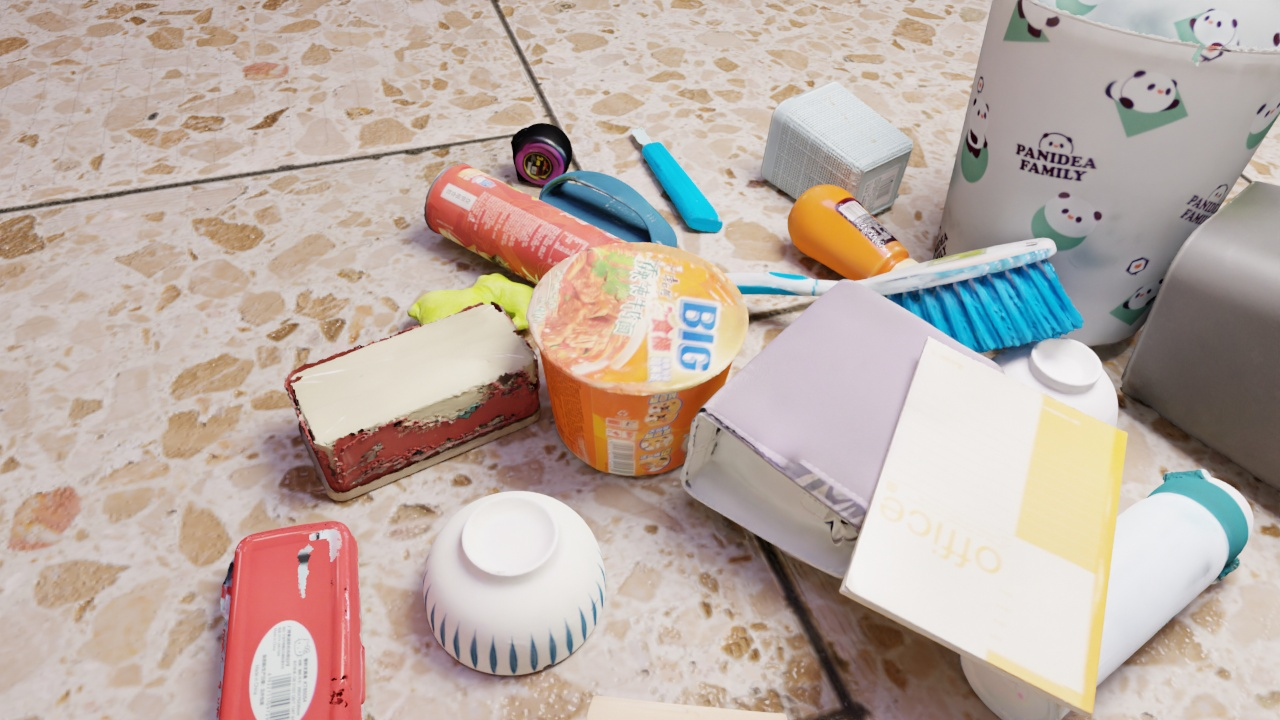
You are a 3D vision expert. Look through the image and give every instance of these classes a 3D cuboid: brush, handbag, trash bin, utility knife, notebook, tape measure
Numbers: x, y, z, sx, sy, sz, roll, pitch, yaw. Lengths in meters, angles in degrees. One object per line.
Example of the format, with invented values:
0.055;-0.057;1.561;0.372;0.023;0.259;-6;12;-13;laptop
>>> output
-0.030;-0.128;0.816;0.144;0.074;0.055;29;46;23;brush
0.142;0.046;0.636;0.145;0.099;0.196;29;48;26;handbag
0.359;-0.164;0.729;0.229;0.252;0.229;4;37;-3;trash bin
0.175;-0.045;0.738;0.315;0.109;0.060;-12;14;27;brush
0.499;-0.006;0.653;0.198;0.199;0.220;-30;48;-29;trash bin
0.029;-0.186;0.914;0.034;0.018;0.185;-6;45;-24;utility knife
0.214;0.087;0.552;0.146;0.010;0.205;27;53;7;notebook
-0.096;-0.203;0.897;0.058;0.057;0.039;3;44;12;tape measure

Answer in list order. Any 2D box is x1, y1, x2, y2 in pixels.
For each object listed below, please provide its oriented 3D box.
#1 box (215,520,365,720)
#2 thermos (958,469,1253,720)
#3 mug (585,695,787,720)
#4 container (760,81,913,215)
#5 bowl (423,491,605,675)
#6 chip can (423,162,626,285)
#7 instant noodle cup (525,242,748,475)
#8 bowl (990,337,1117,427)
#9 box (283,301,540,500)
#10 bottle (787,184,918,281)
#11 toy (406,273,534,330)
-0.205;0.187;0.533;0.087;0.048;0.201;-8;47;-10;box
0.302;0.144;0.576;0.223;0.073;0.073;-26;52;-25;thermos
0.019;0.240;0.469;0.103;0.084;0.124;6;72;4;mug
0.190;-0.194;0.883;0.089;0.090;0.111;-27;56;-25;container
-0.079;0.127;0.572;0.116;0.066;0.116;1;46;-2;bowl
-0.086;-0.100;0.788;0.217;0.073;0.073;28;51;22;chip can
-0.004;0.004;0.663;0.151;0.112;0.151;1;46;-1;instant noodle cup
0.312;0.021;0.695;0.118;0.065;0.118;2;46;-2;bowl
-0.161;0.021;0.663;0.168;0.077;0.091;-23;50;-22;box
0.196;-0.094;0.800;0.066;0.067;0.149;-27;55;-26;bottle
-0.135;-0.039;0.755;0.097;0.031;0.099;23;49;16;toy
